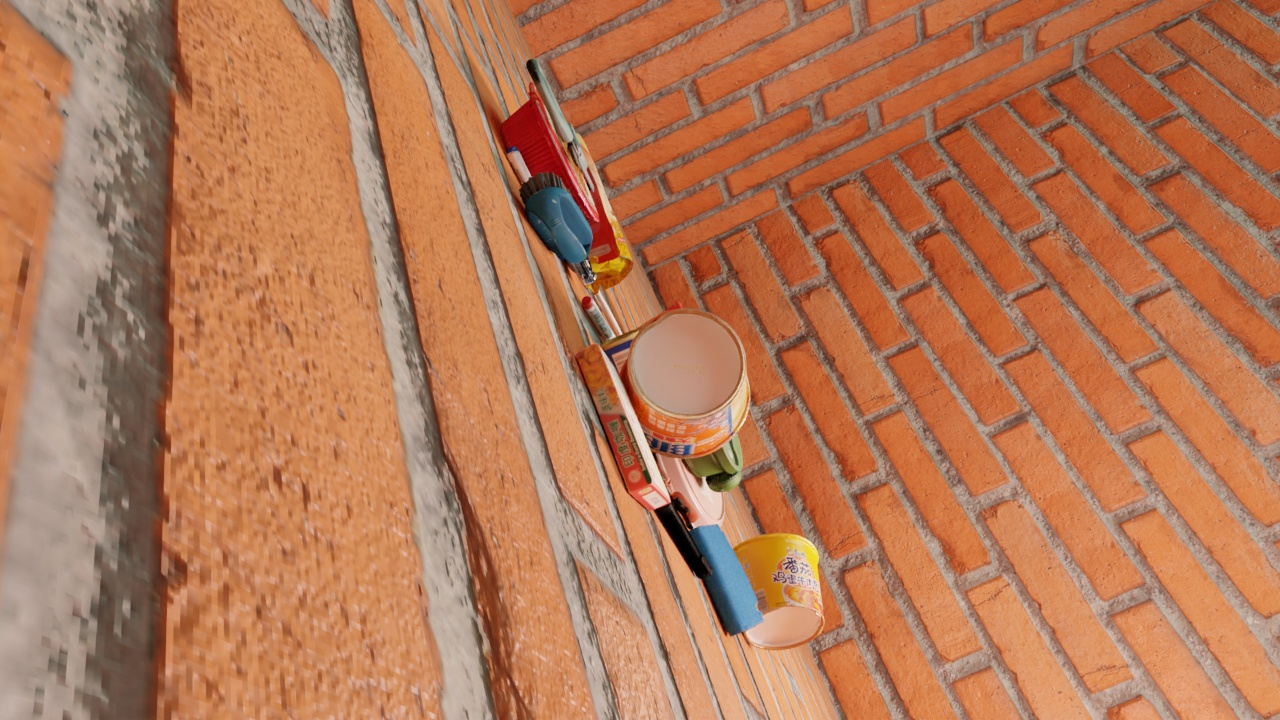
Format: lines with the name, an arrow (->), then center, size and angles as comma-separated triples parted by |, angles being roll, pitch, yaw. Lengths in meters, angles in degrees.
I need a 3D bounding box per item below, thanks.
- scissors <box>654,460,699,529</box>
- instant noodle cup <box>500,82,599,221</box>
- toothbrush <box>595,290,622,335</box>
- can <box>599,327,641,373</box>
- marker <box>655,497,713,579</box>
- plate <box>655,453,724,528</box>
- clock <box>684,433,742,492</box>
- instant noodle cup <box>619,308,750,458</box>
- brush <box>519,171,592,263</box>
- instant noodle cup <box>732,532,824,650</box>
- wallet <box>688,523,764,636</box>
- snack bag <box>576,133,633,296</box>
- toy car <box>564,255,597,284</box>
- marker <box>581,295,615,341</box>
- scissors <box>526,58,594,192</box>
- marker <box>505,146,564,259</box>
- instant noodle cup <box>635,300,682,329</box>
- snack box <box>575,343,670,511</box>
scissors -> 0.050, 0.173, 1.053 | 0.209, 0.015, 0.182 | 54, -7, -30
instant noodle cup -> -0.120, -0.251, 1.169 | 0.194, 0.066, 0.193 | 63, 5, -11
toothbrush -> -0.039, -0.046, 1.343 | 0.180, 0.016, 0.016 | 63, 2, 6
can -> -0.007, 0.007, 1.146 | 0.102, 0.057, 0.083 | -63, 130, -84
marker -> 0.047, 0.191, 0.982 | 0.020, 0.022, 0.132 | -57, 136, -33
plate -> 0.066, 0.127, 1.250 | 0.229, 0.028, 0.229 | -20, 90, -75
clock -> 0.094, 0.107, 1.210 | 0.116, 0.056, 0.161 | -95, 158, -43
instant noodle cup -> 0.047, 0.020, 0.977 | 0.111, 0.151, 0.151 | 89, -21, -71
brush -> -0.089, -0.151, 1.040 | 0.144, 0.055, 0.073 | 55, 11, -68
instant noodle cup -> 0.186, 0.320, 1.251 | 0.109, 0.138, 0.138 | -97, 164, -48
wallet -> 0.099, 0.263, 1.106 | 0.133, 0.040, 0.106 | 66, 13, 16
snack bag -> -0.078, -0.204, 1.302 | 0.129, 0.073, 0.207 | -56, -134, 52
toy car -> -0.084, -0.137, 1.182 | 0.049, 0.031, 0.105 | 60, 5, -42
marker -> -0.045, -0.038, 1.193 | 0.145, 0.017, 0.017 | 59, 8, -53
scissors -> -0.098, -0.294, 1.132 | 0.174, 0.019, 0.170 | -103, 168, -64
marker -> -0.123, -0.189, 1.106 | 0.017, 0.017, 0.146 | -103, 167, -69
instant noodle cup -> 0.044, -0.015, 1.511 | 0.138, 0.108, 0.138 | -24, 89, -86
snack box -> -0.016, 0.065, 0.893 | 0.077, 0.027, 0.155 | 57, 9, -64
